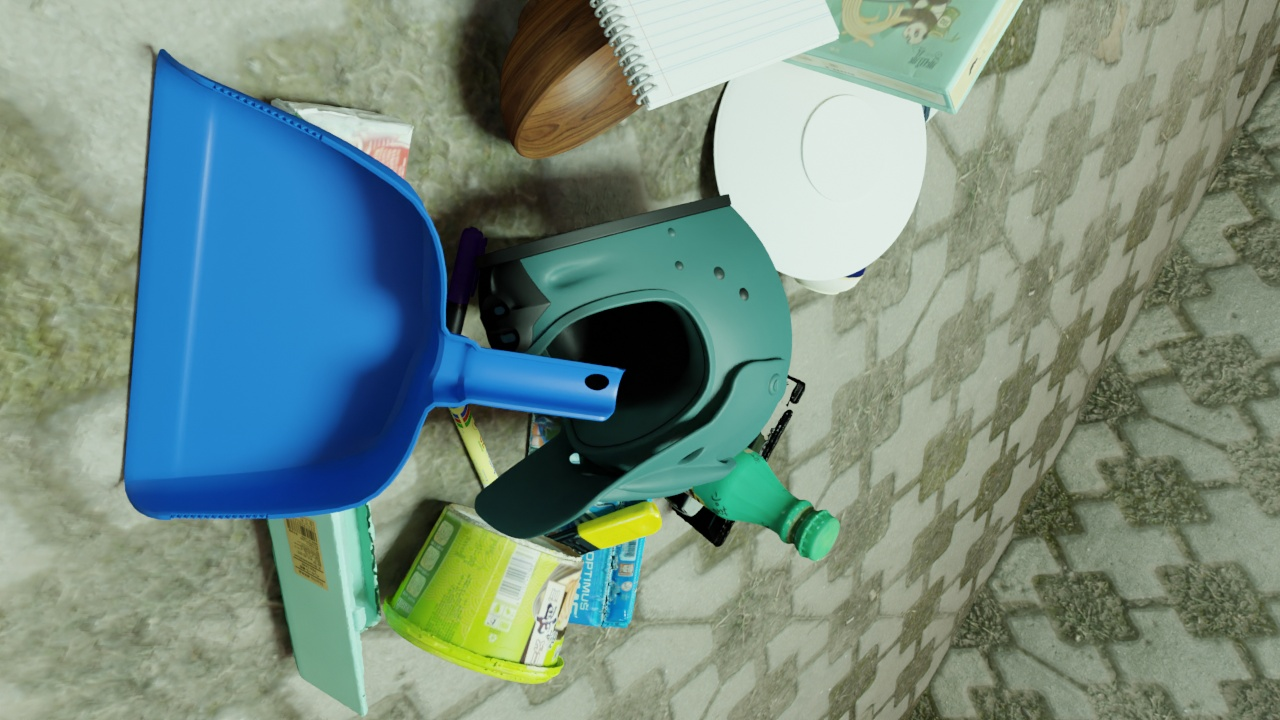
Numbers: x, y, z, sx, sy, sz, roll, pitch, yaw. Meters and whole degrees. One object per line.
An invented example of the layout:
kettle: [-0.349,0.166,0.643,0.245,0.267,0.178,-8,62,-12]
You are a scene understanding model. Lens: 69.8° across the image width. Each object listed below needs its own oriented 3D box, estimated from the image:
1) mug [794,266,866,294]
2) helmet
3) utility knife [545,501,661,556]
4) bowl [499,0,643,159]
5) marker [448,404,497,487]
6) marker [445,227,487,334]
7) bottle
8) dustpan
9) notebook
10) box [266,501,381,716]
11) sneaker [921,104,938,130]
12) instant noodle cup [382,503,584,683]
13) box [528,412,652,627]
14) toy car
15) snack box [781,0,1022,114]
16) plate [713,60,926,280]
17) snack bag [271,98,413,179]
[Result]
mug: [0.180,-0.119,0.921,0.111,0.085,0.089,8,115,-16]
helmet: [-0.003,0.004,0.647,0.274,0.177,0.200,-23,101,-47]
utility knife: [-0.065,0.158,0.787,0.172,0.020,0.029,-18,120,0]
bowl: [-0.035,-0.199,0.576,0.147,0.069,0.147,-34,177,-2]
marker: [-0.127,0.077,0.726,0.014,0.014,0.132,-40,141,-26]
marker: [-0.130,-0.028,0.642,0.015,0.018,0.134,-29,139,-65]
bottle: [0.086,0.112,0.846,0.067,0.210,0.068,-31,136,-35]
dustpan: [-0.136,-0.010,0.497,0.257,0.059,0.246,9,111,-19]
notebook: [0.011,-0.277,0.516,0.177,0.013,0.245,-31,99,-35]
box: [-0.198,0.147,0.619,0.077,0.093,0.188,-24,132,-39]
sneaker: [0.253,-0.235,0.919,0.234,0.079,0.088,-35,138,-32]
instant noodle cup: [-0.115,0.176,0.712,0.146,0.146,0.097,33,76,-55]
box: [-0.052,0.126,0.837,0.115,0.093,0.244,4,119,-8]
toy car: [0.081,0.084,0.947,0.071,0.094,0.192,28,92,-35]
snack box: [0.186,-0.282,0.698,0.141,0.194,0.044,-59,148,0]
plate: [0.170,-0.184,0.801,0.229,0.030,0.229,-5,101,-25]
snack bag: [-0.177,-0.087,0.524,0.076,0.036,0.116,-8,121,-48]
